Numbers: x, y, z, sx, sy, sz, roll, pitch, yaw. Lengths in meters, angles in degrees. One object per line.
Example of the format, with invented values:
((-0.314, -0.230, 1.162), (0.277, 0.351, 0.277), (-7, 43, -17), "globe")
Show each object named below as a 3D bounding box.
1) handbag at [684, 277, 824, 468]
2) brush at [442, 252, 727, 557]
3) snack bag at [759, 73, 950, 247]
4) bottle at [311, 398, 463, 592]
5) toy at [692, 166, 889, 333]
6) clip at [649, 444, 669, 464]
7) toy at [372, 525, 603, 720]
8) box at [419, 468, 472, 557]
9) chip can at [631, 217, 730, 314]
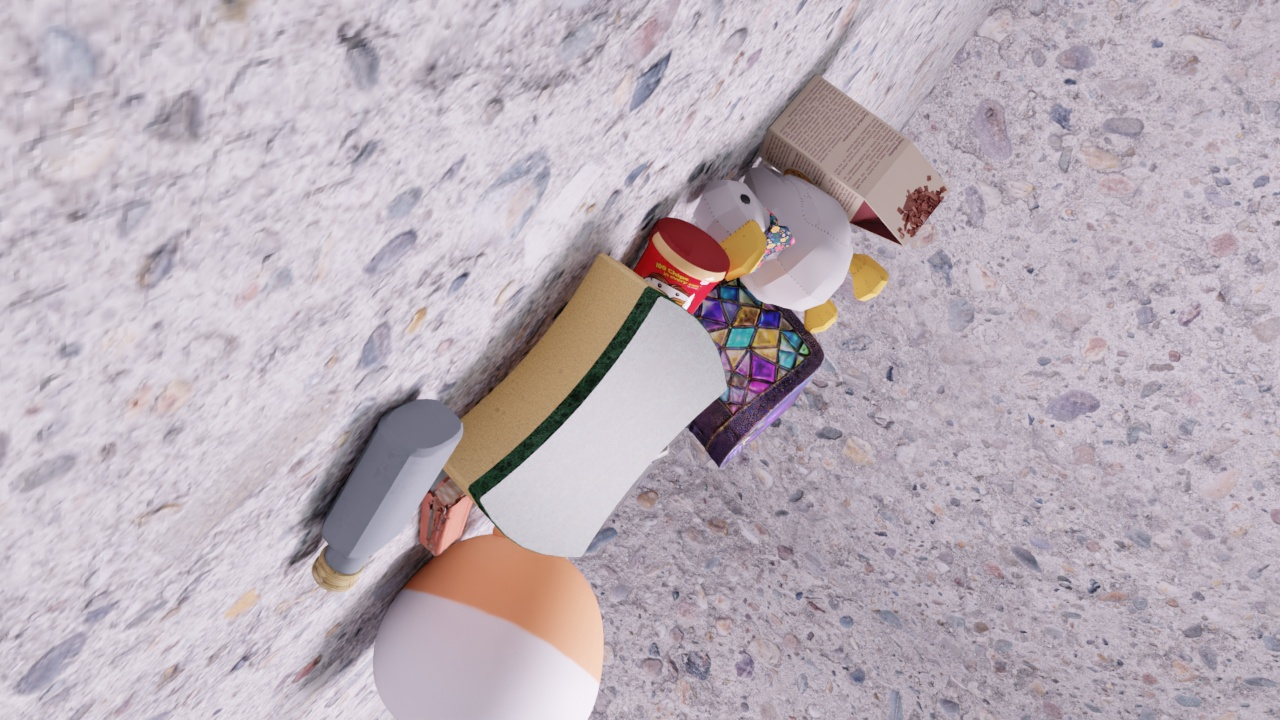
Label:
((0.094, 0.011, 1.160), (0.221, 0.205, 0.126), (-33, 164, -19), "handbag")
((-0.046, 0.049, 0.824), (0.250, 0.075, 0.195), (-48, 147, -5), "brush")
((0.255, -0.229, 1.083), (0.094, 0.206, 0.070), (-50, 172, -13), "snack bag")
((-0.190, 0.103, 0.660), (0.161, 0.046, 0.072), (-55, 171, 24), "bottle")
((0.158, -0.140, 1.047), (0.141, 0.267, 0.246), (-37, -141, 29), "toy")
((-0.050, 0.097, 1.206), (0.147, 0.125, 0.082), (-22, 155, -21), "clip")
((-0.171, 0.330, 1.078), (0.280, 0.266, 0.263), (-67, 148, -28), "toy")
((-0.191, 0.155, 0.908), (0.187, 0.053, 0.058), (118, -19, -60), "box")
((0.001, -0.040, 0.953), (0.214, 0.087, 0.086), (-55, 171, 32), "chip can")
